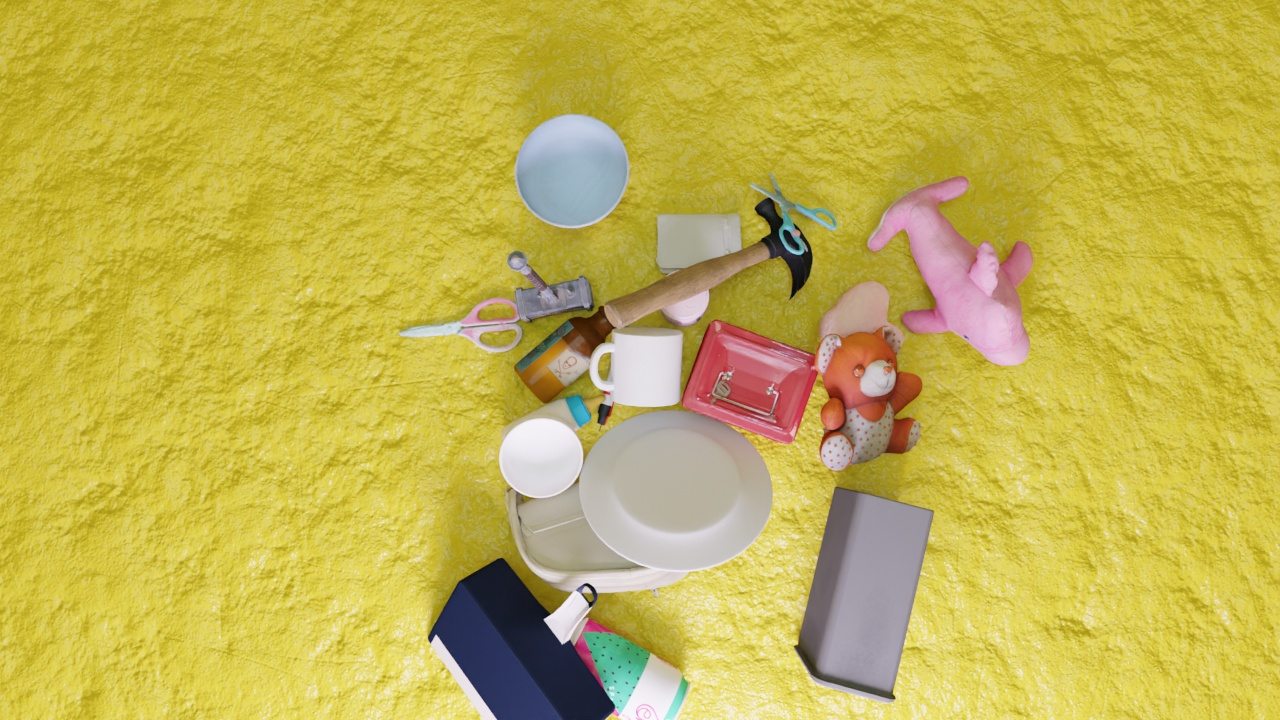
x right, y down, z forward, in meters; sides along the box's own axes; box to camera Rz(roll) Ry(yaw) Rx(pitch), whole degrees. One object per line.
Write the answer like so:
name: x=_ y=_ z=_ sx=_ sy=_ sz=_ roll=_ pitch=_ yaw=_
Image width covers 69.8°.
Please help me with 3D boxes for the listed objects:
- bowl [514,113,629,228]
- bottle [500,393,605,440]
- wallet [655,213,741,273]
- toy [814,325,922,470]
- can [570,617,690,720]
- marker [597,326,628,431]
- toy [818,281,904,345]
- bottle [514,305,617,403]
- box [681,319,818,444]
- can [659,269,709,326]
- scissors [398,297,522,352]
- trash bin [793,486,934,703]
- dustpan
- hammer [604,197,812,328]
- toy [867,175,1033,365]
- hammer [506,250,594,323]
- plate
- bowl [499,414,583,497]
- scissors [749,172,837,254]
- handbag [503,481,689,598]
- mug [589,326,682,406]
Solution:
bowl: x=-0.088 y=-0.244 z=1.225 sx=0.150 sy=0.075 sz=0.150 roll=0 pitch=85 yaw=2
bottle: x=-0.111 y=0.081 z=1.216 sx=0.146 sy=0.051 sz=0.051 roll=-27 pitch=85 yaw=1
wallet: x=0.079 y=-0.158 z=1.236 sx=0.116 sy=0.032 sz=0.086 roll=2 pitch=75 yaw=5
toy: x=0.285 y=0.047 z=1.159 sx=0.163 sy=0.093 sz=0.172 roll=-11 pitch=103 yaw=-24
can: x=-0.026 y=0.403 z=1.170 sx=0.166 sy=0.088 sz=0.088 roll=28 pitch=88 yaw=4
marker: x=-0.035 y=0.025 z=1.232 sx=0.019 sy=0.019 sz=0.145 roll=16 pitch=87 yaw=4
toy: x=0.294 y=-0.043 z=1.206 sx=0.108 sy=0.053 sz=0.105 roll=-41 pitch=96 yaw=-1
bottle: x=-0.088 y=-0.017 z=1.213 sx=0.157 sy=0.068 sz=0.068 roll=-40 pitch=85 yaw=0
box: x=0.141 y=0.029 z=1.189 sx=0.158 sy=0.087 sz=0.129 roll=21 pitch=86 yaw=3
can: x=0.056 y=-0.081 z=1.206 sx=0.067 sy=0.076 sz=0.067 roll=0 pitch=86 yaw=3
scissors: x=-0.247 y=-0.042 z=1.251 sx=0.174 sy=0.017 sz=0.076 roll=-6 pitch=87 yaw=2
trash bin: x=0.268 y=0.274 z=1.115 sx=0.097 sy=0.192 sz=0.219 roll=14 pitch=85 yaw=4
dustpan: x=-0.133 y=0.360 z=1.130 sx=0.079 sy=0.274 sz=0.236 roll=-26 pitch=67 yaw=-42
hammer: x=0.089 y=-0.105 z=1.154 sx=0.304 sy=0.040 sz=0.132 roll=-25 pitch=76 yaw=-29
toy: x=0.415 y=-0.112 z=1.167 sx=0.187 sy=0.128 sz=0.265 roll=-33 pitch=80 yaw=4
hammer: x=-0.120 y=-0.091 z=1.092 sx=0.098 sy=0.322 sz=0.044 roll=-10 pitch=85 yaw=2
plate: x=0.044 y=0.152 z=1.147 sx=0.242 sy=0.016 sz=0.242 roll=1 pitch=48 yaw=-1
bowl: x=-0.125 y=0.117 z=1.167 sx=0.105 sy=0.054 sz=0.105 roll=0 pitch=100 yaw=-2
scissors: x=0.210 y=-0.198 z=1.220 sx=0.125 sy=0.015 sz=0.136 roll=-5 pitch=67 yaw=-25
handbag: x=-0.047 y=0.224 z=1.198 sx=0.229 sy=0.132 sz=0.184 roll=-17 pitch=60 yaw=-2
mug: x=-0.007 y=0.007 z=1.180 sx=0.121 sy=0.091 sz=0.090 roll=-2 pitch=100 yaw=-21
